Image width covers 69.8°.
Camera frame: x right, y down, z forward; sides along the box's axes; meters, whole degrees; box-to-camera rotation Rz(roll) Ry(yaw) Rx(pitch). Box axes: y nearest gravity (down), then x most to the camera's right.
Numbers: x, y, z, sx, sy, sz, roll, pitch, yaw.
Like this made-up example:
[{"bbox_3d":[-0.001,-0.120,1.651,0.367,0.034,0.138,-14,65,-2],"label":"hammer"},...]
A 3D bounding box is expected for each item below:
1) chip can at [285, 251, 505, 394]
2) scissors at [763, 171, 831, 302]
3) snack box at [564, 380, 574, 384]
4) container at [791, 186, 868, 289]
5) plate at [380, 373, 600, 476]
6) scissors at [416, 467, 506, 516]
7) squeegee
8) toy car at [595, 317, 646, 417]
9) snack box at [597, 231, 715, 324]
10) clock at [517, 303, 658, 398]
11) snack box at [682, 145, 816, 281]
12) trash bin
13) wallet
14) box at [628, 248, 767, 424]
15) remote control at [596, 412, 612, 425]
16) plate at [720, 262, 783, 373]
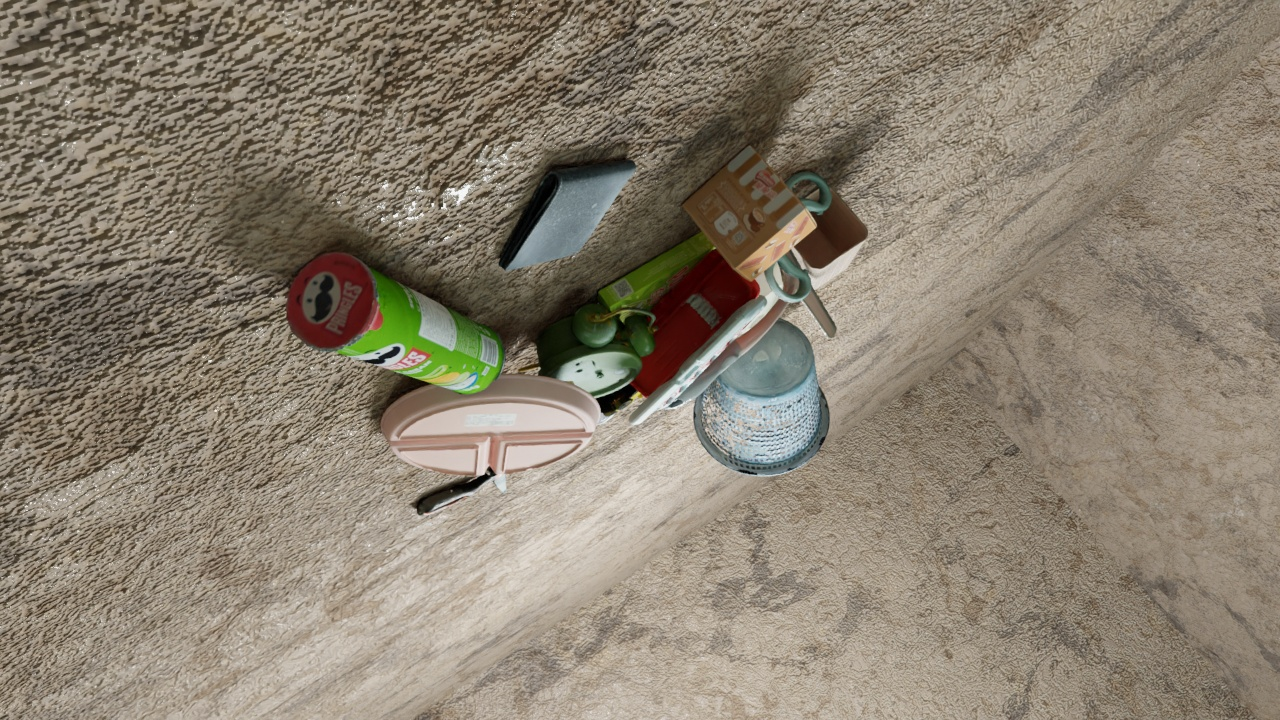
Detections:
[{"bbox_3d":[-0.188,-0.022,0.754,0.072,0.072,0.236,-38,163,6],"label":"chip can"},{"bbox_3d":[0.177,-0.162,1.077,0.180,0.019,0.170,-55,128,-17],"label":"scissors"},{"bbox_3d":[-0.146,0.053,0.993,0.140,0.033,0.087,3,152,-16],"label":"snack box"},{"bbox_3d":[0.228,-0.150,1.193,0.090,0.090,0.111,-35,166,-8],"label":"container"},{"bbox_3d":[-0.155,0.075,0.967,0.229,0.028,0.230,-6,153,-3],"label":"plate"},{"bbox_3d":[-0.206,0.157,1.260,0.220,0.021,0.234,-29,160,-23],"label":"scissors"},{"bbox_3d":[0.121,-0.024,1.114,0.249,0.040,0.247,-44,130,-5],"label":"squeegee"},{"bbox_3d":[-0.007,0.007,1.174,0.156,0.071,0.041,-42,163,19],"label":"toy car"},{"bbox_3d":[0.020,-0.088,1.055,0.156,0.026,0.086,-31,163,-18],"label":"snack box"},{"bbox_3d":[-0.049,-0.012,1.007,0.116,0.056,0.162,10,144,-46],"label":"clock"},{"bbox_3d":[0.115,-0.152,0.961,0.094,0.092,0.077,-41,162,12],"label":"snack box"},{"bbox_3d":[0.194,0.040,1.456,0.226,0.226,0.195,-32,149,-15],"label":"trash bin"},{"bbox_3d":[-0.065,-0.127,0.810,0.097,0.019,0.121,-20,158,-45],"label":"wallet"},{"bbox_3d":[0.044,-0.025,1.031,0.202,0.102,0.100,-46,170,27],"label":"box"},{"bbox_3d":[-0.084,0.080,1.299,0.149,0.021,0.058,-13,151,-51],"label":"remote control"},{"bbox_3d":[0.129,-0.046,1.230,0.264,0.034,0.162,-35,152,-57],"label":"plate"}]
